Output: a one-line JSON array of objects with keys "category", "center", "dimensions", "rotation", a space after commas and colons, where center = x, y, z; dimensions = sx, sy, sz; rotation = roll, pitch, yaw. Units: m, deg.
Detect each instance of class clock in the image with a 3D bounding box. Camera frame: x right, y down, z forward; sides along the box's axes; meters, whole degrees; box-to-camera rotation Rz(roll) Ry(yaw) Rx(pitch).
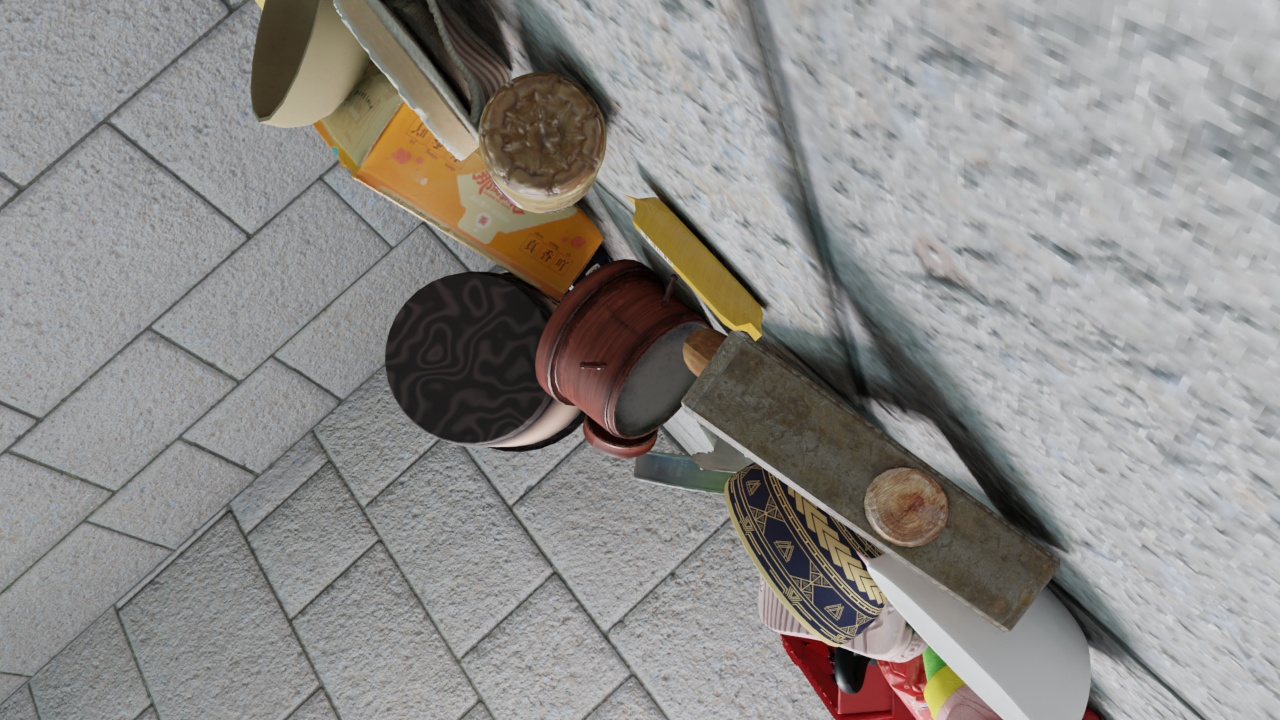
[{"category": "clock", "center": [-0.004, 0.004, 0.668], "dimensions": [0.072, 0.120, 0.158], "rotation": [37, 164, 29]}]

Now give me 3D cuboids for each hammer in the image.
[{"category": "hammer", "center": [0.067, 0.022, 0.479], "dimensions": [0.158, 0.037, 0.301], "rotation": [34, -176, -14]}]

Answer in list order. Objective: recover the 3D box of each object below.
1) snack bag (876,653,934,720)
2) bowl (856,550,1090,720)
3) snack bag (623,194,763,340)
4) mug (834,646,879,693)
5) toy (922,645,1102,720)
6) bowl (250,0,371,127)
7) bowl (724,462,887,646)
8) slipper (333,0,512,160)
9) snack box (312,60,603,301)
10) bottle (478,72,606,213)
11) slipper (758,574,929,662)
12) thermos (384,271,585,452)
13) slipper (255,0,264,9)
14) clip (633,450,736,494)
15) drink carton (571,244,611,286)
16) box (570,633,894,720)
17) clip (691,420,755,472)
[{"category": "snack bag", "center": [0.243, 0.250, 0.727], "dimensions": [0.082, 0.082, 0.176], "rotation": [45, 176, 44]}, {"category": "bowl", "center": [0.168, 0.125, 0.439], "dimensions": [0.114, 0.050, 0.115], "rotation": [48, 176, 3]}, {"category": "snack bag", "center": [0.028, -0.049, 0.470], "dimensions": [0.099, 0.020, 0.026], "rotation": [47, -178, 5]}, {"category": "mug", "center": [0.177, 0.211, 0.753], "dimensions": [0.085, 0.121, 0.094], "rotation": [-3, 145, 31]}, {"category": "toy", "center": [0.223, 0.198, 0.575], "dimensions": [0.124, 0.097, 0.131], "rotation": [4, -168, -30]}, {"category": "bowl", "center": [-0.219, -0.231, 0.633], "dimensions": [0.050, 0.152, 0.152], "rotation": [12, -159, -38]}, {"category": "bowl", "center": [0.107, 0.097, 0.523], "dimensions": [0.112, 0.061, 0.112], "rotation": [46, -164, -18]}, {"category": "slipper", "center": [-0.119, -0.186, 0.535], "dimensions": [0.115, 0.052, 0.262], "rotation": [53, -175, -22]}, {"category": "snack box", "center": [-0.136, -0.145, 0.705], "dimensions": [0.195, 0.081, 0.145], "rotation": [30, -170, -41]}, {"category": "bottle", "center": [-0.052, -0.108, 0.495], "dimensions": [0.059, 0.059, 0.166], "rotation": [48, 179, -7]}, {"category": "slipper", "center": [0.152, 0.158, 0.647], "dimensions": [0.064, 0.094, 0.240], "rotation": [11, 171, -13]}, {"category": "thermos", "center": [-0.121, 0.000, 0.789], "dimensions": [0.172, 0.173, 0.226], "rotation": [48, -178, 3]}, {"category": "slipper", "center": [-0.266, -0.287, 0.781], "dimensions": [0.078, 0.099, 0.263], "rotation": [36, 168, 21]}, {"category": "clip", "center": [0.075, 0.091, 0.689], "dimensions": [0.163, 0.028, 0.112], "rotation": [8, 176, 1]}, {"category": "drink carton", "center": [-0.040, -0.074, 0.867], "dimensions": [0.064, 0.040, 0.130], "rotation": [44, 174, 46]}, {"category": "box", "center": [0.093, 0.289, 0.927], "dimensions": [0.217, 0.351, 0.198], "rotation": [-142, 48, -83]}, {"category": "clip", "center": [0.057, 0.049, 0.572], "dimensions": [0.056, 0.056, 0.102], "rotation": [3, 173, 36]}]
